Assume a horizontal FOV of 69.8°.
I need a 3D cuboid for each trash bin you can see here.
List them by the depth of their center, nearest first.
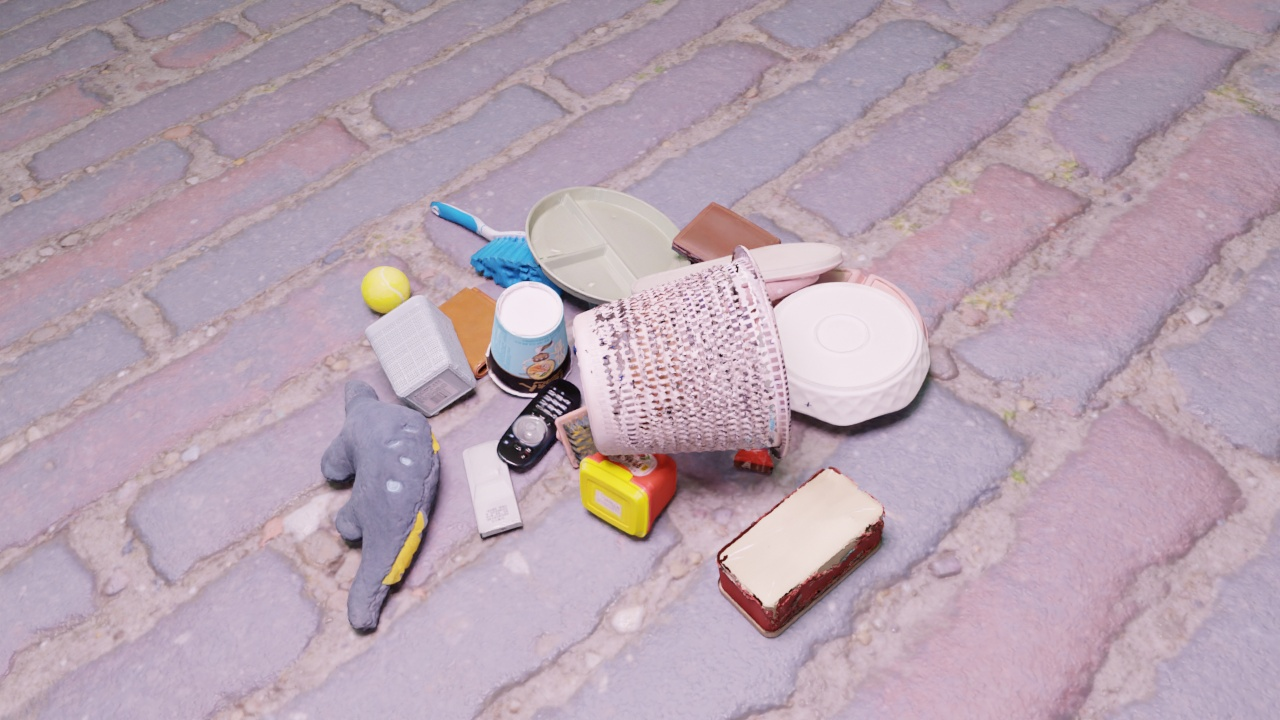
[{"bbox_3d":[0.036,0.008,0.955,0.192,0.228,0.227,-11,47,-3],"label":"trash bin"}]

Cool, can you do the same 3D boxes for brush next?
[{"bbox_3d":[-0.025,0.066,1.068,0.145,0.063,0.073,-26,19,-16],"label":"brush"},{"bbox_3d":[-0.212,-0.167,1.315,0.315,0.061,0.109,16,51,27],"label":"brush"}]

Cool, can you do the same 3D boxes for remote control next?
[{"bbox_3d":[-0.170,0.143,1.042,0.049,0.024,0.124,-18,48,-7],"label":"remote control"},{"bbox_3d":[-0.120,0.076,1.091,0.053,0.024,0.136,32,56,10],"label":"remote control"}]

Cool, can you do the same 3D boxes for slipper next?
[{"bbox_3d":[0.123,-0.097,1.155,0.274,0.054,0.114,-12,22,-3],"label":"slipper"}]

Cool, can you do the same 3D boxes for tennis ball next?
[{"bbox_3d":[-0.349,-0.097,1.260,0.065,0.066,0.065,-4,47,5],"label":"tennis ball"}]

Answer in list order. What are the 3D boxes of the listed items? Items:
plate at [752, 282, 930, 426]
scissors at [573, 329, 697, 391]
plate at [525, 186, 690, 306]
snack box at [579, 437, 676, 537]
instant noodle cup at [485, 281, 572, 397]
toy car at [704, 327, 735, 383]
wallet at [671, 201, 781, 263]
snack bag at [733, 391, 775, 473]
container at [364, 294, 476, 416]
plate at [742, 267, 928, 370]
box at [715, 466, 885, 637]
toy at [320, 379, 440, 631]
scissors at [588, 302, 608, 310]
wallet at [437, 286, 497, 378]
[{"bbox_3d":[0.234,-0.018,1.074,0.205,0.046,0.204,-4,48,5],"label":"plate"},{"bbox_3d":[-0.010,0.004,1.152,0.176,0.012,0.162,13,50,18],"label":"scissors"},{"bbox_3d":[-0.044,-0.153,1.244,0.230,0.028,0.229,11,47,-12],"label":"plate"},{"bbox_3d":[-0.011,0.133,0.995,0.091,0.082,0.079,25,43,27],"label":"snack box"},{"bbox_3d":[-0.135,-0.031,1.112,0.111,0.121,0.111,3,61,-5],"label":"instant noodle cup"},{"bbox_3d":[0.092,-0.001,1.122,0.034,0.043,0.090,-16,38,32],"label":"toy car"},{"bbox_3d":[0.117,-0.156,1.255,0.124,0.032,0.101,33,59,17],"label":"wallet"},{"bbox_3d":[0.140,0.081,1.048,0.048,0.026,0.104,12,50,10],"label":"snack bag"},{"bbox_3d":[-0.267,-0.002,1.130,0.090,0.090,0.111,-33,59,2],"label":"container"},{"bbox_3d":[0.240,-0.038,1.142,0.229,0.028,0.229,-4,48,5],"label":"plate"},{"bbox_3d":[0.162,0.185,0.916,0.168,0.077,0.091,-34,51,-20],"label":"box"},{"bbox_3d":[-0.292,0.125,1.043,0.138,0.091,0.355,-36,45,13],"label":"toy"},{"bbox_3d":[-0.058,-0.100,1.244,0.093,0.017,0.137,-35,45,-9],"label":"scissors"},{"bbox_3d":[-0.218,-0.043,1.214,0.132,0.031,0.107,33,62,30],"label":"wallet"}]
